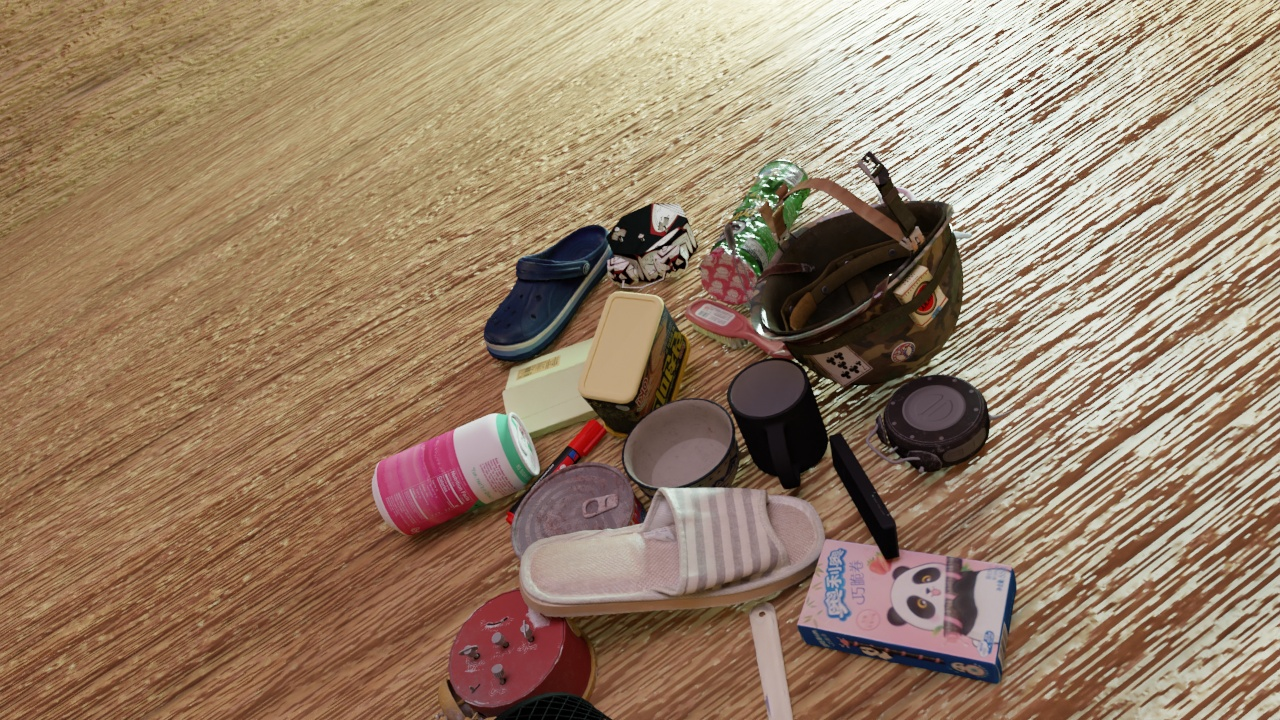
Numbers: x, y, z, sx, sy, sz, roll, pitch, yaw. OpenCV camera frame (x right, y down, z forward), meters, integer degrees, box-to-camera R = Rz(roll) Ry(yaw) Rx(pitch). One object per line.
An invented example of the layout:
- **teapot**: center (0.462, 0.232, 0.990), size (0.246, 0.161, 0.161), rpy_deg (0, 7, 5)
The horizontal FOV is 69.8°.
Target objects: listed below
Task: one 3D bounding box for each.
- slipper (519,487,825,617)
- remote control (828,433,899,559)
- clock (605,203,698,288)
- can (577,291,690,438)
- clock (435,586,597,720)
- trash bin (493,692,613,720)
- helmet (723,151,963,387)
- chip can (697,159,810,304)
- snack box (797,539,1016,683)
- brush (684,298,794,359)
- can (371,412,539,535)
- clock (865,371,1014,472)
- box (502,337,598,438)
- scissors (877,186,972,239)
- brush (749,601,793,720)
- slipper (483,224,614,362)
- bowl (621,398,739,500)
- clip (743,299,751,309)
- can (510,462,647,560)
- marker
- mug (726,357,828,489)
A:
- **slipper**: center (0.027, 0.165, 0.803), size (0.272, 0.054, 0.114), rpy_deg (-10, 42, -5)
- **remote control**: center (0.193, 0.114, 0.800), size (0.013, 0.034, 0.150), rpy_deg (-14, 26, 0)
- **clock**: center (0.009, -0.149, 1.193), size (0.115, 0.065, 0.154), rpy_deg (-10, 41, 20)
- **can**: center (-0.006, 0.006, 0.974), size (0.073, 0.101, 0.130), rpy_deg (8, 67, 23)
- **clock**: center (-0.116, 0.271, 0.791), size (0.117, 0.081, 0.158), rpy_deg (13, 53, 38)
- **trash bin**: center (-0.021, 0.335, 0.601), size (0.183, 0.184, 0.210), rpy_deg (-44, 37, -21)
- **helmet**: center (0.202, -0.086, 0.878), size (0.223, 0.236, 0.193), rpy_deg (-28, 22, -24)
- **chip can**: center (0.142, -0.161, 1.109), size (0.076, 0.075, 0.222), rpy_deg (1, 40, 30)
- **snack box**: center (0.211, 0.195, 0.731), size (0.154, 0.033, 0.087), rpy_deg (2, 46, 31)
- **brush**: center (0.116, -0.028, 1.030), size (0.040, 0.030, 0.172), rpy_deg (-41, 41, -19)
- **can**: center (-0.200, 0.122, 0.995), size (0.166, 0.088, 0.088), rpy_deg (-23, 39, 4)
- **clock**: center (0.267, 0.061, 0.838), size (0.122, 0.044, 0.091), rpy_deg (-34, 40, -9)
- **box**: center (-0.071, 0.015, 1.079), size (0.188, 0.048, 0.140), rpy_deg (-19, 38, 9)
- **scissors**: center (0.305, -0.159, 1.082), size (0.171, 0.014, 0.167), rpy_deg (2, 48, 31)
- **brush**: center (0.109, 0.280, 0.713), size (0.033, 0.012, 0.217), rpy_deg (-18, 38, 11)
- **slipper**: center (-0.127, -0.104, 1.201), size (0.105, 0.095, 0.252), rpy_deg (12, 49, 34)
- **bowl**: center (0.046, 0.099, 0.906), size (0.116, 0.059, 0.115), rpy_deg (-15, 41, 14)
- **clip**: center (0.154, -0.067, 1.053), size (0.054, 0.041, 0.101), rpy_deg (-37, 30, -1)
- **can**: center (-0.060, 0.164, 0.905), size (0.130, 0.044, 0.129), rpy_deg (-15, 41, 14)
- **marker**: center (-0.090, 0.122, 0.988), size (0.023, 0.021, 0.144), rpy_deg (32, 64, 22)
- **mug**: center (0.133, 0.067, 0.870), size (0.078, 0.088, 0.113), rpy_deg (-14, 41, 15)
